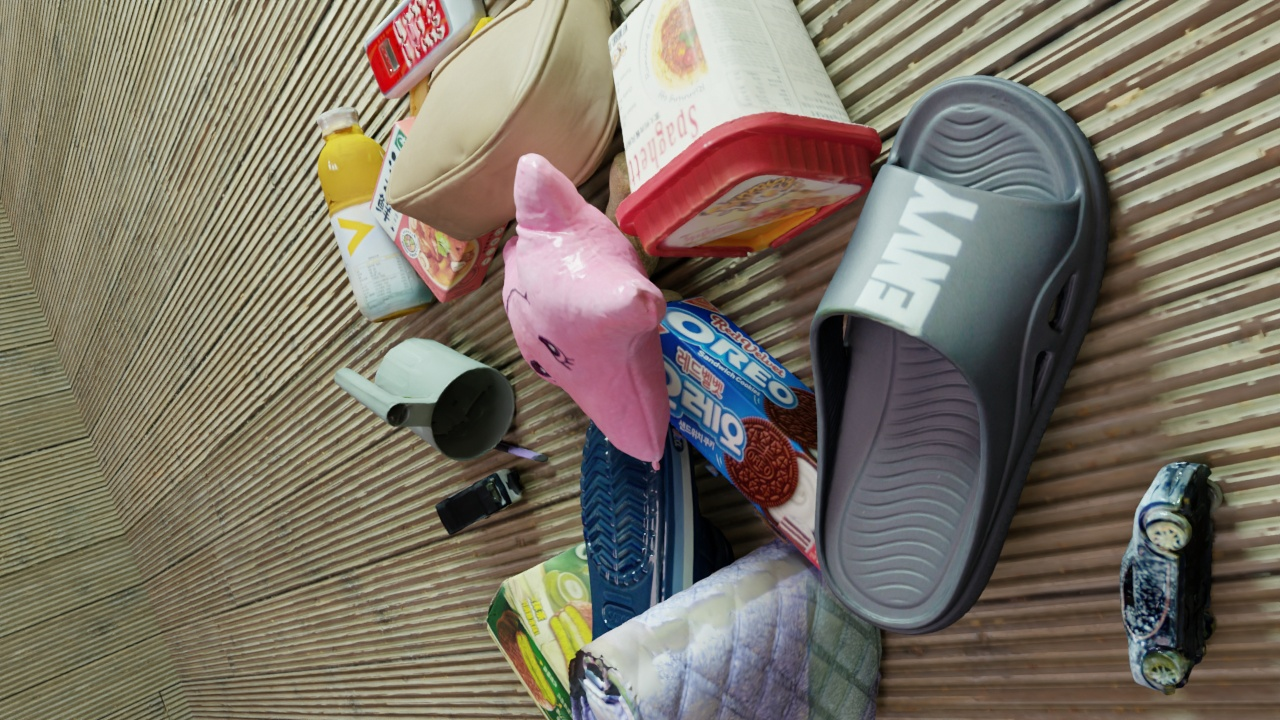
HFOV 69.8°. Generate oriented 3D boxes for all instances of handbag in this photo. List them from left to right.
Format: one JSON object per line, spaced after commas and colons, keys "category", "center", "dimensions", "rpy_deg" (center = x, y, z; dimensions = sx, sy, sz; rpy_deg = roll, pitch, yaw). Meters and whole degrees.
{"category": "handbag", "center": [-0.084, -0.158, 0.607], "dimensions": [0.205, 0.099, 0.147], "rpy_deg": [-9, 61, 51]}
{"category": "handbag", "center": [0.053, 0.185, 0.524], "dimensions": [0.076, 0.193, 0.134], "rpy_deg": [10, 112, 48]}

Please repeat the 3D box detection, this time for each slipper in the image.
{"category": "slipper", "center": [0.020, 0.136, 0.610], "dimensions": [0.105, 0.095, 0.252], "rpy_deg": [-18, 71, 55]}
{"category": "slipper", "center": [0.132, 0.004, 0.417], "dimensions": [0.111, 0.083, 0.268], "rpy_deg": [17, 102, 35]}

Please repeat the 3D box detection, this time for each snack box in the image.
{"category": "snack box", "center": [-0.160, -0.131, 0.743], "dimensions": [0.113, 0.044, 0.127], "rpy_deg": [50, 137, 14]}
{"category": "snack box", "center": [-0.001, 0.247, 0.670], "dimensions": [0.240, 0.114, 0.063], "rpy_deg": [49, 136, 23]}
{"category": "snack box", "center": [0.076, 0.044, 0.549], "dimensions": [0.207, 0.057, 0.058], "rpy_deg": [44, 130, 28]}

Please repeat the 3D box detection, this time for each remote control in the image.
{"category": "remote control", "center": [-0.172, -0.258, 0.721], "dimensions": [0.136, 0.020, 0.056], "rpy_deg": [-20, 90, 43]}

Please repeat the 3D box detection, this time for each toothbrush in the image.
{"category": "toothbrush", "center": [-0.143, 0.076, 0.838], "dimensions": [0.189, 0.014, 0.017], "rpy_deg": [9, 119, 46]}

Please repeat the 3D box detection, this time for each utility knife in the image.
{"category": "utility knife", "center": [-0.187, -0.218, 0.773], "dimensions": [0.031, 0.018, 0.152], "rpy_deg": [25, 118, 33]}

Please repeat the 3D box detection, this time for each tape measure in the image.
{"category": "tape measure", "center": [-0.138, 0.122, 0.810], "dimensions": [0.066, 0.066, 0.033], "rpy_deg": [-28, 86, 22]}

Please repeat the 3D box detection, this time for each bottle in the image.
{"category": "bottle", "center": [-0.244, -0.131, 0.826], "dimensions": [0.068, 0.067, 0.189], "rpy_deg": [-14, 94, 50]}

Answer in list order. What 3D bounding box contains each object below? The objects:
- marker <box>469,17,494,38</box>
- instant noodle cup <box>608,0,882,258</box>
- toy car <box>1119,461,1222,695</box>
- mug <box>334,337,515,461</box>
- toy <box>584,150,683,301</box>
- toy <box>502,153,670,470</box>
{"category": "marker", "center": [-0.138, -0.225, 0.714], "dimensions": [0.124, 0.015, 0.018], "rpy_deg": [-31, 84, 52]}
{"category": "instant noodle cup", "center": [0.045, -0.130, 0.482], "dimensions": [0.117, 0.116, 0.124], "rpy_deg": [-29, 70, 49]}
{"category": "toy car", "center": [0.231, 0.094, 0.403], "dimensions": [0.031, 0.048, 0.106], "rpy_deg": [9, 110, 44]}
{"category": "mug", "center": [-0.186, 0.029, 0.786], "dimensions": [0.103, 0.123, 0.084], "rpy_deg": [24, 103, 44]}
{"category": "toy", "center": [-0.016, -0.068, 0.599], "dimensions": [0.105, 0.066, 0.158], "rpy_deg": [39, 140, 10]}
{"category": "toy", "center": [-0.027, -0.020, 0.519], "dimensions": [0.178, 0.074, 0.195], "rpy_deg": [61, 163, 3]}
